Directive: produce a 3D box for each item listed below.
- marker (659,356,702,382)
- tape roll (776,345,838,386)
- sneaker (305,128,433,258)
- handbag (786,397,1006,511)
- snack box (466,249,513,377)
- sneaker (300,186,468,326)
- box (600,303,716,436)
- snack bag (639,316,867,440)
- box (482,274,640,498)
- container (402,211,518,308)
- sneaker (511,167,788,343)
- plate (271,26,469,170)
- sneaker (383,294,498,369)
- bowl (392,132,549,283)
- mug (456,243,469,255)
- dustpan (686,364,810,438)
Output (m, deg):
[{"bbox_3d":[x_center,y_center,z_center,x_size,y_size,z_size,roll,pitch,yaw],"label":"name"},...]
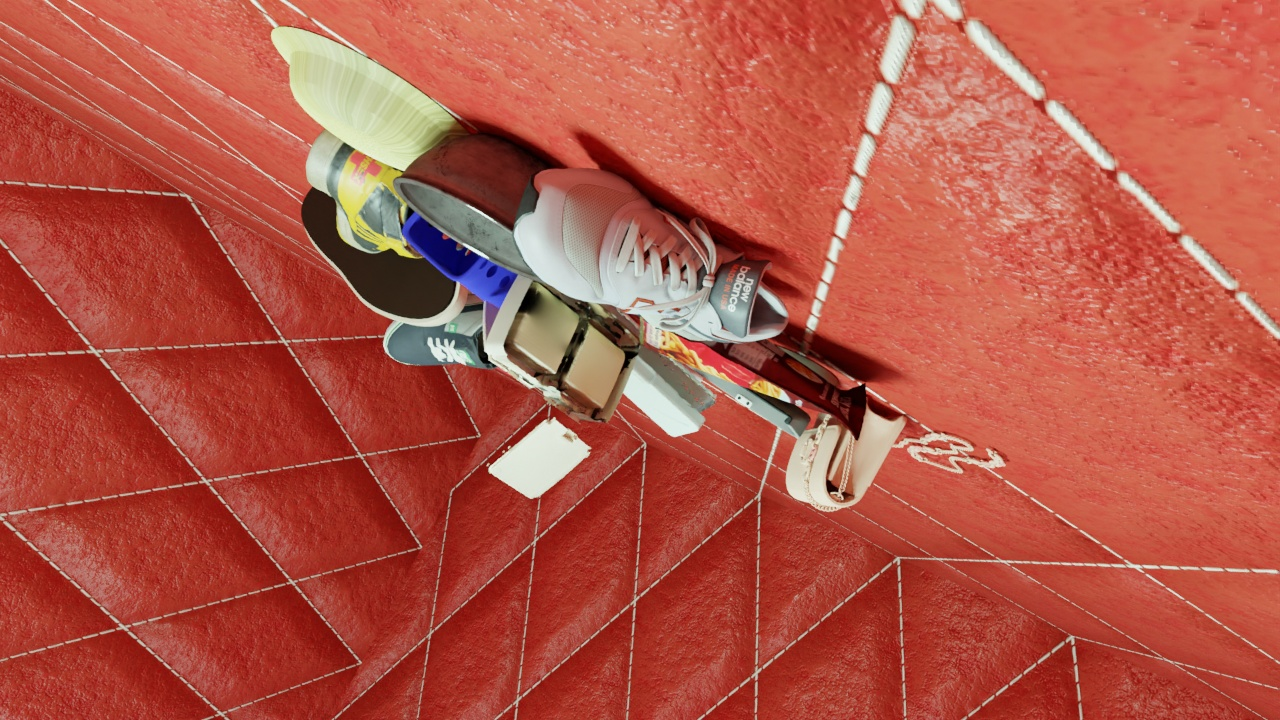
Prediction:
[{"bbox_3d":[0.038,-0.001,1.188,0.025,0.025,0.126,19,169,44],"label":"marker"},{"bbox_3d":[0.149,0.016,0.920,0.094,0.030,0.094,26,172,4],"label":"tape roll"},{"bbox_3d":[-0.246,-0.148,0.928,0.122,0.086,0.239,30,169,3],"label":"sneaker"},{"bbox_3d":[0.257,0.125,0.952,0.187,0.116,0.199,27,172,-1],"label":"handbag"},{"bbox_3d":[-0.171,-0.062,1.116,0.132,0.035,0.152,29,132,-13],"label":"snack box"},{"bbox_3d":[-0.293,-0.116,1.110,0.294,0.111,0.116,33,179,32],"label":"sneaker"},{"bbox_3d":[-0.008,0.010,1.062,0.199,0.086,0.072,42,-151,-13],"label":"box"},{"bbox_3d":[0.104,-0.002,0.812,0.208,0.067,0.138,23,-167,9],"label":"snack bag"},{"bbox_3d":[-0.096,0.021,0.829,0.081,0.181,0.143,1,150,47],"label":"box"},{"bbox_3d":[-0.144,-0.106,0.851,0.084,0.085,0.113,41,179,20],"label":"container"},{"bbox_3d":[0.027,-0.064,0.644,0.124,0.089,0.239,17,176,33],"label":"sneaker"},{"bbox_3d":[-0.219,-0.193,0.740,0.184,0.036,0.184,26,172,4],"label":"plate"},{"bbox_3d":[-0.211,-0.023,1.079,0.236,0.078,0.084,-10,130,22],"label":"sneaker"},{"bbox_3d":[-0.109,-0.124,0.706,0.145,0.067,0.145,28,171,5],"label":"bowl"},{"bbox_3d":[-0.232,-0.103,1.175,0.071,0.089,0.107,20,170,40],"label":"mug"},{"bbox_3d":[0.116,0.034,1.027,0.163,0.033,0.257,34,-172,19],"label":"dustpan"}]
